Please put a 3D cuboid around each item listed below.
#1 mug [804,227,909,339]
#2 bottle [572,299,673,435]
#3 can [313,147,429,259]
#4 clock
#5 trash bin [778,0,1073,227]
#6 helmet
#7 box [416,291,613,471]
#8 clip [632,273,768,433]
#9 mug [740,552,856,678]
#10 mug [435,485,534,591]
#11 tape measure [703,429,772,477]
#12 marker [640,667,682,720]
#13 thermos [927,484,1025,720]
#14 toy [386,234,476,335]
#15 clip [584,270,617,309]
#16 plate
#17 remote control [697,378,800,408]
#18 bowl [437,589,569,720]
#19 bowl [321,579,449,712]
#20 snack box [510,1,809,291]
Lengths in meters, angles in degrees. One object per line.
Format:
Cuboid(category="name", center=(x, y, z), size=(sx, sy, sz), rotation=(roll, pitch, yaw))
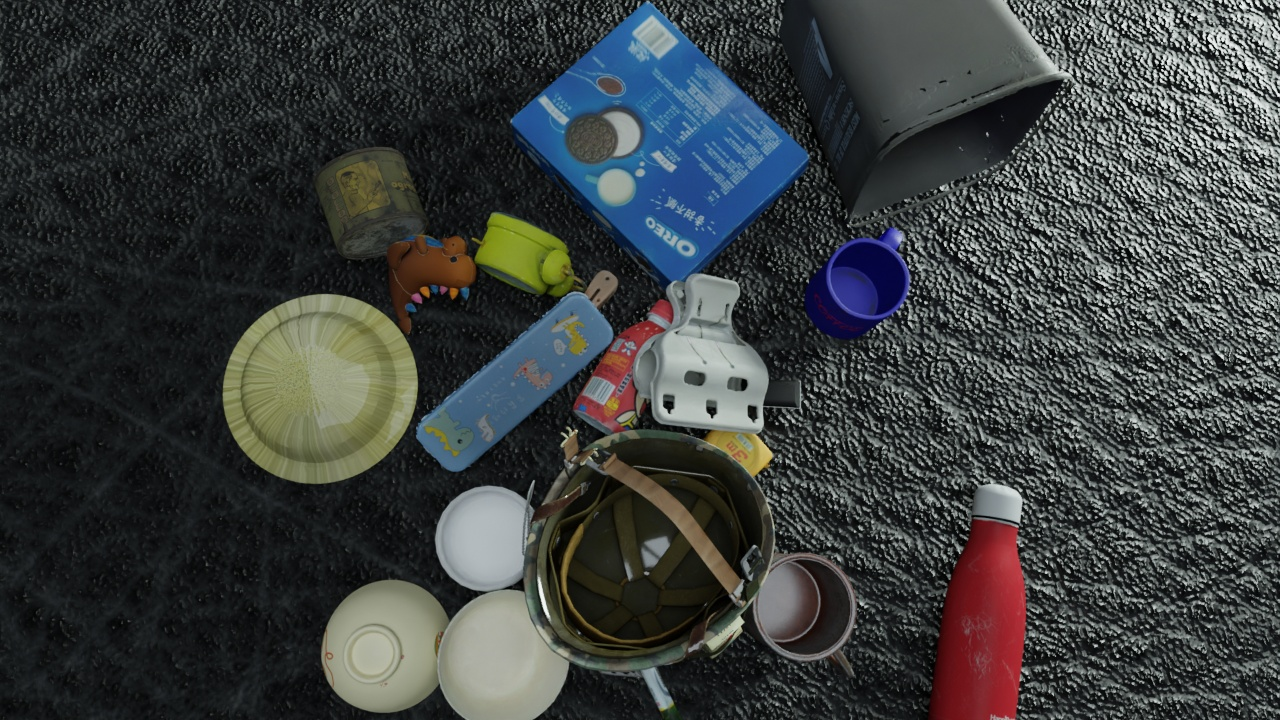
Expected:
Cuboid(category="mug", center=(0.219, -0.081, 0.901), size=(0.079, 0.083, 0.111), rotation=(35, 79, 3))
Cuboid(category="bottle", center=(-0.005, 0.005, 0.881), size=(0.062, 0.062, 0.137), rotation=(32, 80, 3))
Cuboid(category="can", center=(-0.258, -0.150, 0.881), size=(0.090, 0.090, 0.074), rotation=(-21, 81, -8))
Cuboid(category="clock", center=(-0.103, -0.098, 0.884), size=(0.119, 0.083, 0.057), rotation=(24, 83, 4))
Cuboid(category="trash bin", center=(0.255, -0.288, 0.897), size=(0.197, 0.197, 0.220), rotation=(-21, 75, -6))
Cuboid(category="helmet", center=(0.006, 0.155, 0.757), size=(0.193, 0.237, 0.223), rotation=(36, 47, 20))
Cuboid(category="box", center=(-0.117, 0.020, 0.863), size=(0.210, 0.052, 0.067), rotation=(-40, 86, -1))
Cuboid(category="clip", center=(0.053, -0.005, 0.858), size=(0.125, 0.089, 0.150), rotation=(9, 66, -34))
Cuboid(category="mug", center=(0.146, 0.231, 0.825), size=(0.096, 0.110, 0.123), rotation=(-34, 83, -4))
Cuboid(category="mug", center=(-0.127, 0.162, 0.839), size=(0.115, 0.068, 0.094), rotation=(-1, 79, -4))
Cuboid(category="tape measure", center=(0.088, 0.092, 0.886), size=(0.059, 0.030, 0.068), rotation=(-44, 82, -10))
Cuboid(category="marker", center=(0.008, 0.286, 0.850), size=(0.017, 0.017, 0.146), rotation=(-26, 82, -8))
Cuboid(category="thermos", center=(0.319, 0.234, 0.852), size=(0.073, 0.073, 0.239), rotation=(12, 78, -1))
Cuboid(category="toy", center=(-0.200, -0.071, 0.881), size=(0.090, 0.070, 0.103), rotation=(13, 100, 25))
Cuboid(category="clip", center=(-0.046, -0.063, 0.908), size=(0.026, 0.049, 0.061), rotation=(40, 107, 5))
Cuboid(category="plate", center=(-0.308, 0.023, 0.869), size=(0.184, 0.036, 0.184), rotation=(0, 80, -3))
Cuboid(category="remote control", center=(0.098, 0.030, 0.908), size=(0.124, 0.012, 0.028), rotation=(3, 79, -3))
Cuboid(category="bowl", center=(-0.126, 0.260, 0.814), size=(0.115, 0.063, 0.115), rotation=(3, 80, -20))
Cuboid(category="bowl", center=(-0.230, 0.256, 0.811), size=(0.118, 0.074, 0.118), rotation=(1, 79, -4))
Cuboid(category="snack box", center=(0.020, -0.214, 0.929), size=(0.195, 0.056, 0.239), rotation=(-44, 86, -10))
